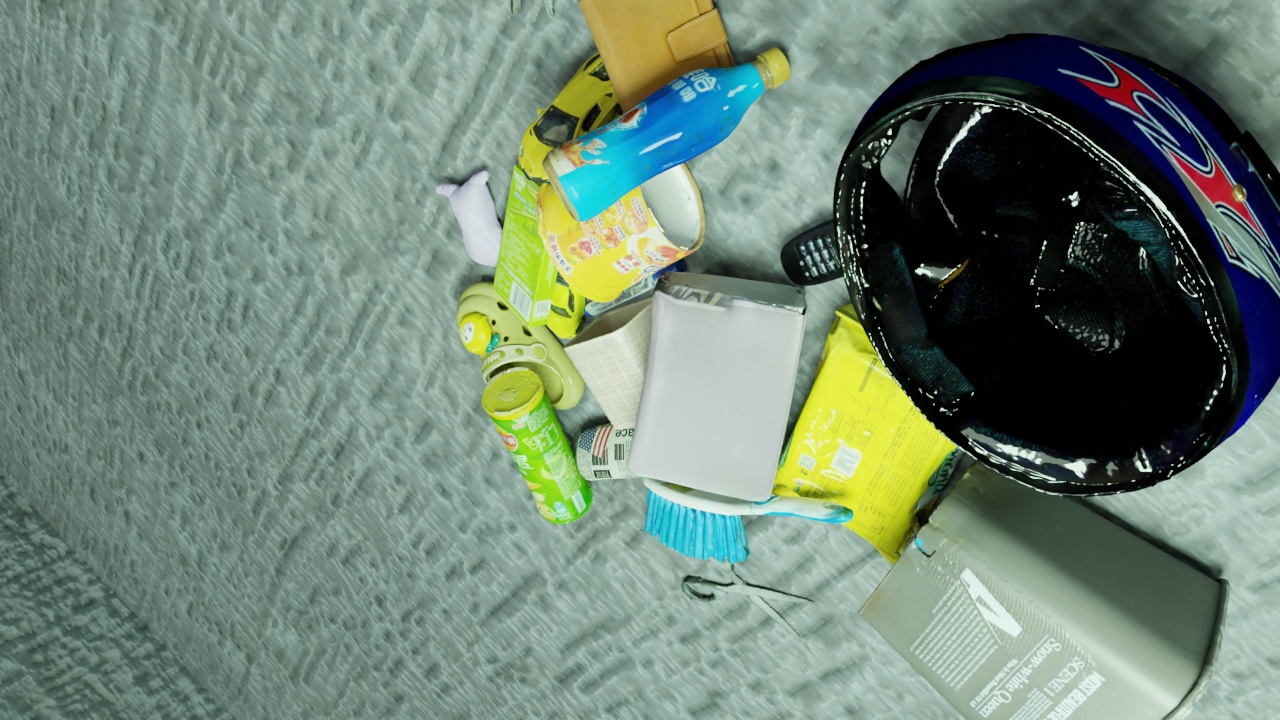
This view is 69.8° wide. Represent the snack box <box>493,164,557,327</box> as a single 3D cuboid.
[{"bbox_3d":[-0.119,-0.123,0.990,0.086,0.026,0.157,44,133,36],"label":"snack box"}]

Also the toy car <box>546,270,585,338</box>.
[{"bbox_3d":[-0.087,-0.068,1.024,0.048,0.032,0.105,24,130,23],"label":"toy car"}]

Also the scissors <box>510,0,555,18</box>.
[{"bbox_3d":[-0.113,-0.434,0.833,0.221,0.015,0.190,51,134,-2],"label":"scissors"}]

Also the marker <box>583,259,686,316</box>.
[{"bbox_3d":[-0.009,-0.074,0.973,0.146,0.016,0.017,-22,102,42],"label":"marker"}]

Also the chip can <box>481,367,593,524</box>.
[{"bbox_3d":[-0.117,0.108,1.085,0.073,0.072,0.221,13,141,30],"label":"chip can"}]

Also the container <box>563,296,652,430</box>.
[{"bbox_3d":[-0.006,0.006,0.971,0.090,0.089,0.111,-16,109,41],"label":"container"}]

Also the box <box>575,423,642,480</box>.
[{"bbox_3d":[-0.014,0.101,1.040,0.164,0.080,0.075,-8,106,42],"label":"box"}]

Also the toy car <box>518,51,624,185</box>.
[{"bbox_3d":[-0.052,-0.224,0.834,0.071,0.155,0.041,35,170,31],"label":"toy car"}]

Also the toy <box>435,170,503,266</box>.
[{"bbox_3d":[-0.186,-0.156,1.038,0.084,0.038,0.108,-3,117,37],"label":"toy"}]

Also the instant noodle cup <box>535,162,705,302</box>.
[{"bbox_3d":[-0.012,-0.135,0.864,0.110,0.137,0.138,-18,105,34],"label":"instant noodle cup"}]

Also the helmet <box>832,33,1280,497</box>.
[{"bbox_3d":[0.273,-0.082,0.599,0.248,0.239,0.315,-19,115,43],"label":"helmet"}]

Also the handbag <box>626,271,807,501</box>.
[{"bbox_3d":[0.072,0.022,0.877,0.145,0.098,0.197,9,109,2],"label":"handbag"}]

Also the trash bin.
[{"bbox_3d":[0.330,0.214,0.780,0.220,0.198,0.199,37,125,20],"label":"trash bin"}]

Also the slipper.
[{"bbox_3d":[-0.149,-0.010,1.074,0.190,0.081,0.092,44,131,2],"label":"slipper"}]

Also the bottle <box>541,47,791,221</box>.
[{"bbox_3d":[0.026,-0.194,0.765,0.065,0.218,0.065,60,178,4],"label":"bottle"}]

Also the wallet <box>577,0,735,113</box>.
[{"bbox_3d":[0.021,-0.267,0.790,0.108,0.031,0.132,-22,113,4],"label":"wallet"}]

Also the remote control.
[{"bbox_3d":[0.185,-0.103,0.806,0.137,0.024,0.053,-18,103,40],"label":"remote control"}]

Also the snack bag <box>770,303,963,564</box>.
[{"bbox_3d":[0.216,0.073,0.862,0.158,0.068,0.247,30,131,19],"label":"snack bag"}]

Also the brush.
[{"bbox_3d":[0.102,0.167,0.967,0.315,0.060,0.109,13,116,52],"label":"brush"}]

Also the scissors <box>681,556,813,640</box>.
[{"bbox_3d":[0.118,0.272,1.092,0.181,0.014,0.160,52,134,-3],"label":"scissors"}]
